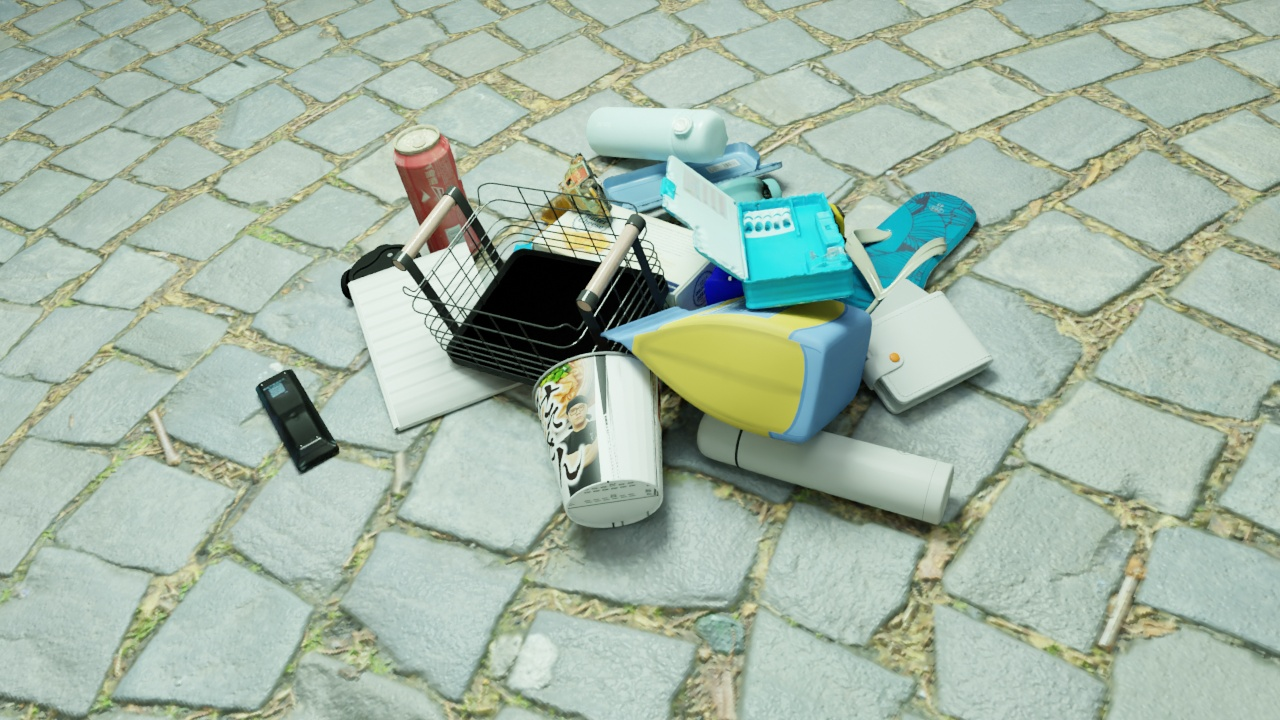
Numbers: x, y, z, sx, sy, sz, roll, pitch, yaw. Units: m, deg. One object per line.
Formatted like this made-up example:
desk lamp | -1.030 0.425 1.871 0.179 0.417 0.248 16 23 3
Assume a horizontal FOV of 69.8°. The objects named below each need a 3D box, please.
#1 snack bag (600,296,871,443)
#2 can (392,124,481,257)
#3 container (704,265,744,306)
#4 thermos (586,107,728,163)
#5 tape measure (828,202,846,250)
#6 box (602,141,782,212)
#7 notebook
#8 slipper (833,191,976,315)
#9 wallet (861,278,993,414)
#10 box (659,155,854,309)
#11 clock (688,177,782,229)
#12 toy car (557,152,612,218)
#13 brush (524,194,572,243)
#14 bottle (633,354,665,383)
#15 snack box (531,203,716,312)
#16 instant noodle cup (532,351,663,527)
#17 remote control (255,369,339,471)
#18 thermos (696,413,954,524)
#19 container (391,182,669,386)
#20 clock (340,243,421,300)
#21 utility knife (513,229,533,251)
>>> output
snack bag | 0.089 -0.012 0.843 0.205 0.102 0.158 16 20 25
can | -0.242 -0.194 1.098 0.067 0.170 0.067 -6 46 6
container | 0.129 -0.086 0.975 0.085 0.084 0.113 14 51 25
thermos | 0.020 -0.292 1.182 0.207 0.077 0.065 17 88 43
tape measure | 0.196 -0.150 1.039 0.067 0.063 0.038 -15 44 -1
box | 0.064 -0.224 1.150 0.209 0.034 0.127 -19 31 -13
notebook | -0.230 -0.032 1.015 0.142 0.009 0.209 -21 59 -10
slipper | 0.269 -0.111 0.989 0.118 0.060 0.294 22 54 34
wallet | 0.260 -0.020 0.892 0.118 0.038 0.115 -25 67 -13
box | 0.100 -0.119 0.859 0.182 0.072 0.226 12 27 -2
clock | 0.115 -0.171 1.057 0.124 0.090 0.053 -9 74 -39
toy car | -0.068 -0.199 1.074 0.047 0.047 0.111 -33 37 9
brush | -0.100 -0.188 1.165 0.048 0.017 0.126 26 52 32
bottle | -0.006 0.005 0.941 0.111 0.043 0.043 -3 45 10
snack box | -0.012 -0.114 1.051 0.208 0.058 0.104 23 54 30
instant noodle cup | -0.031 0.077 0.831 0.123 0.124 0.121 -11 54 1
remote control | -0.371 0.058 0.980 0.047 0.022 0.150 -32 48 -18
thermos | 0.158 0.089 0.816 0.224 0.052 0.052 14 50 24
container | -0.105 -0.078 0.923 0.242 0.130 0.162 14 59 29
clock | -0.310 -0.101 1.110 0.121 0.043 0.091 23 54 30
utility knife | -0.155 -0.103 1.101 0.031 0.015 0.174 3 45 9
